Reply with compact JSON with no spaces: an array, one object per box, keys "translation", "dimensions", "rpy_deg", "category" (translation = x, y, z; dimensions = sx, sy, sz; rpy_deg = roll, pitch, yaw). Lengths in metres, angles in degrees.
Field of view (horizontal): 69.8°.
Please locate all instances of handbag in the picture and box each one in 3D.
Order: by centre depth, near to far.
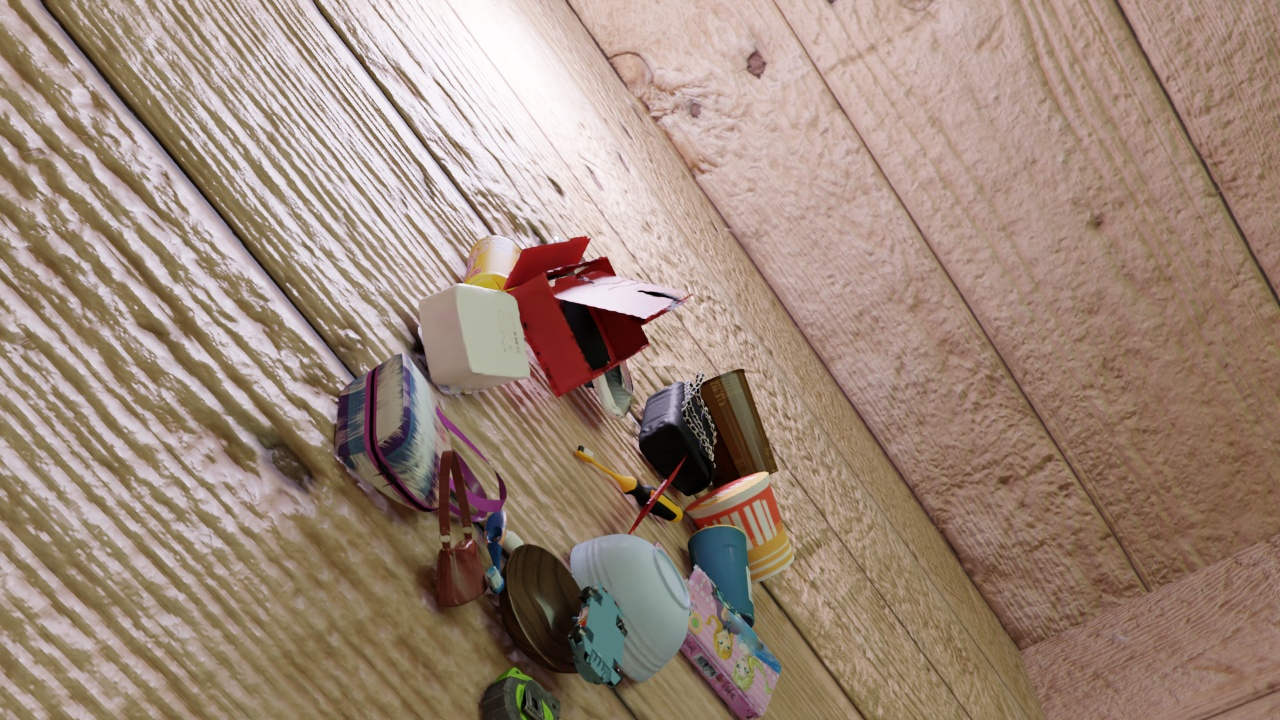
[{"translation":[-0.147,0.131,0.730],"dimensions":[0.055,0.029,0.119],"rpy_deg":[-1,85,-75],"category":"handbag"},{"translation":[-0.174,0.082,0.782],"dimensions":[0.170,0.068,0.144],"rpy_deg":[50,18,-42],"category":"handbag"},{"translation":[0.074,0.104,1.301],"dimensions":[0.125,0.115,0.153],"rpy_deg":[55,14,-16],"category":"handbag"}]

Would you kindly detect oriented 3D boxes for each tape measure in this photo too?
[{"translation":[-0.089,0.271,0.706],"dimensions":[0.065,0.036,0.058],"rpy_deg":[49,20,-24],"category":"tape measure"}]

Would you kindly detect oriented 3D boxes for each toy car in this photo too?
[{"translation":[-0.040,0.239,0.794],"dimensions":[0.060,0.027,0.107],"rpy_deg":[53,13,-13],"category":"toy car"}]

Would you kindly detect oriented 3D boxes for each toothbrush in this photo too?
[{"translation":[-0.125,0.159,0.793],"dimensions":[0.135,0.021,0.017],"rpy_deg":[-112,-173,-70],"category":"toothbrush"},{"translation":[-0.012,0.155,1.129],"dimensions":[0.196,0.031,0.030],"rpy_deg":[38,50,-37],"category":"toothbrush"}]

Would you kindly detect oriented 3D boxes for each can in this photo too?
[{"translation":[-0.170,-0.095,1.068],"dimensions":[0.067,0.068,0.105],"rpy_deg":[46,20,-30],"category":"can"}]

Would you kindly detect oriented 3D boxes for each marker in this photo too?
[{"translation":[-0.087,0.206,0.858],"dimensions":[0.133,0.017,0.020],"rpy_deg":[51,-2,-19],"category":"marker"}]

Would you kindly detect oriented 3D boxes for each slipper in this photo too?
[{"translation":[-0.078,-0.037,1.206],"dimensions":[0.111,0.063,0.263],"rpy_deg":[18,51,-66],"category":"slipper"}]

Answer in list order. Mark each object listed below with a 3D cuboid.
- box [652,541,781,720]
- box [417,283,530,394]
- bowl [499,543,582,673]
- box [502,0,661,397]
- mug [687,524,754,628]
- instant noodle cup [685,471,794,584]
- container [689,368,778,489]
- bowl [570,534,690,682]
[{"translation":[0.081,0.308,1.049],"dimensions":[0.230,0.063,0.084],"rpy_deg":[52,18,-16],"category":"box"},{"translation":[-0.186,-0.014,0.941],"dimensions":[0.107,0.102,0.102],"rpy_deg":[6,71,-61],"category":"box"},{"translation":[-0.089,0.221,0.800],"dimensions":[0.119,0.032,0.119],"rpy_deg":[49,19,-24],"category":"bowl"},{"translation":[-0.057,-0.181,1.040],"dimensions":[0.212,0.128,0.425],"rpy_deg":[-31,126,-69],"category":"box"},{"translation":[0.105,0.279,1.154],"dimensions":[0.078,0.078,0.121],"rpy_deg":[43,27,-38],"category":"mug"},{"translation":[0.144,0.236,1.266],"dimensions":[0.121,0.124,0.123],"rpy_deg":[65,18,1],"category":"instant noodle cup"},{"translation":[0.136,0.116,1.438],"dimensions":[0.167,0.132,0.132],"rpy_deg":[66,19,10],"category":"container"},{"translation":[0.001,0.233,0.912],"dimensions":[0.150,0.075,0.150],"rpy_deg":[57,9,-15],"category":"bowl"}]
